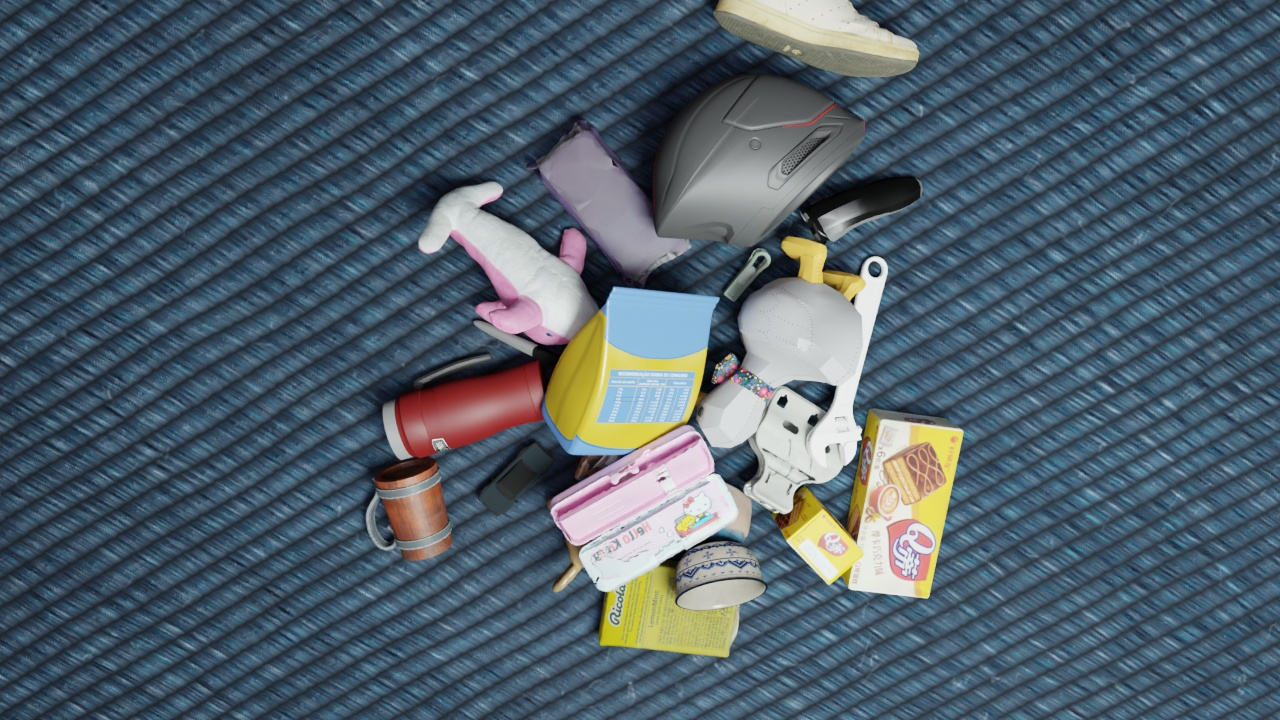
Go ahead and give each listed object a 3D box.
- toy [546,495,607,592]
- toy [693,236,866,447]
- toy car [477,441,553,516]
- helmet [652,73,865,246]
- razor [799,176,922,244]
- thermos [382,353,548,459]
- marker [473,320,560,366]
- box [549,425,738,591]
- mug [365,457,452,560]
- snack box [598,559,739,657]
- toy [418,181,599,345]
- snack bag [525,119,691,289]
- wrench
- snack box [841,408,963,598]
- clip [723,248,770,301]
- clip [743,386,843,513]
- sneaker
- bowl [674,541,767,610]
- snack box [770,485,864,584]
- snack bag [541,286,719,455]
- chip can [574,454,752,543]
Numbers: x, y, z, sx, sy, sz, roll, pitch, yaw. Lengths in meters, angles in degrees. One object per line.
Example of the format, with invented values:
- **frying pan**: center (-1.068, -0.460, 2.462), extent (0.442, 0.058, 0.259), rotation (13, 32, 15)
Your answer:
- **toy**: center (-0.074, 0.215, 1.173), extent (0.134, 0.106, 0.108), rotation (-28, 85, -2)
- **toy**: center (0.169, -0.009, 1.094), extent (0.141, 0.247, 0.267), rotation (34, 80, -27)
- **toy car**: center (-0.162, 0.154, 1.190), extent (0.046, 0.034, 0.112), rotation (44, 97, -8)
- **helmet**: center (0.114, -0.234, 1.055), extent (0.264, 0.164, 0.170), rotation (-44, 86, -8)
- **razor**: center (0.274, -0.190, 1.122), extent (0.156, 0.060, 0.057), rotation (-24, 74, 0)
- **thermos**: center (-0.217, 0.050, 1.151), extent (0.198, 0.084, 0.108), rotation (-16, 70, 0)
- **marker**: center (-0.152, -0.023, 1.142), extent (0.139, 0.022, 0.016), rotation (25, 73, 16)
- **box**: center (0.005, 0.178, 1.113), extent (0.201, 0.044, 0.155), rotation (-28, 120, -2)
- **mug**: center (-0.303, 0.193, 1.179), extent (0.117, 0.081, 0.111), rotation (-7, 105, 18)
- **snack box**: center (0.041, 0.326, 1.221), extent (0.181, 0.045, 0.121), rotation (8, 98, -5)
- **toy**: center (-0.152, -0.092, 1.117), extent (0.265, 0.186, 0.128), rotation (44, 138, -9)
- **snack bag**: center (-0.037, -0.187, 1.115), extent (0.096, 0.058, 0.205), rotation (-41, 98, 6)
- **wrench**: center (0.265, 0.002, 1.148), extent (0.066, 0.018, 0.273), rotation (15, 87, -11)
- **snack box**: center (0.335, 0.185, 1.189), extent (0.110, 0.061, 0.230), rotation (8, 100, -3)
- **clip**: center (0.134, -0.107, 1.148), extent (0.023, 0.035, 0.074), rotation (37, 104, -9)
- **clip**: center (0.189, 0.124, 1.179), extent (0.126, 0.091, 0.151), rotation (31, 91, -5)
- **sneaker**: center (0.213, -0.407, 1.070), extent (0.241, 0.089, 0.102), rotation (18, 92, 0)
- **bowl**: center (0.096, 0.265, 1.147), extent (0.115, 0.116, 0.059), rotation (-10, 58, 1)
- **snack box**: center (0.224, 0.221, 1.171), extent (0.061, 0.105, 0.083), rotation (-43, 99, 4)
- **snack bag**: center (-0.006, 0.006, 1.077), extent (0.158, 0.102, 0.206), rotation (2, 124, -37)
- **chip can**: center (0.034, 0.162, 1.174), extent (0.229, 0.079, 0.080), rotation (25, 99, -6)
